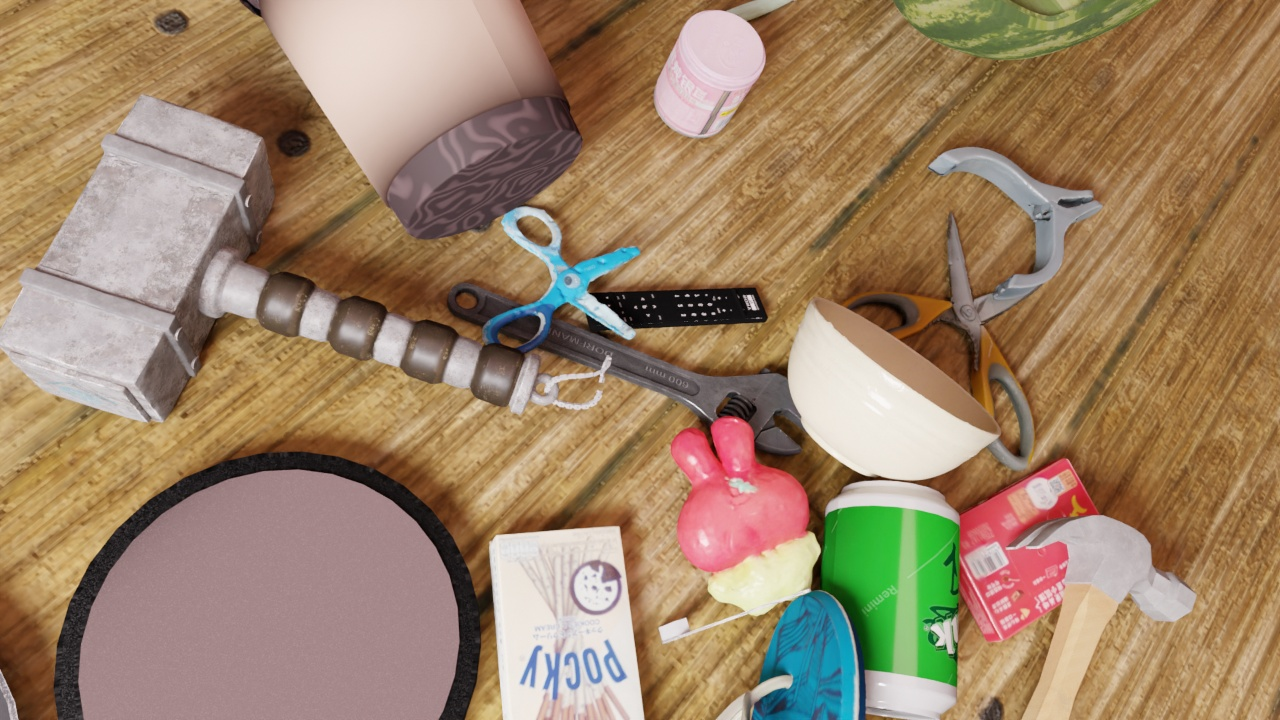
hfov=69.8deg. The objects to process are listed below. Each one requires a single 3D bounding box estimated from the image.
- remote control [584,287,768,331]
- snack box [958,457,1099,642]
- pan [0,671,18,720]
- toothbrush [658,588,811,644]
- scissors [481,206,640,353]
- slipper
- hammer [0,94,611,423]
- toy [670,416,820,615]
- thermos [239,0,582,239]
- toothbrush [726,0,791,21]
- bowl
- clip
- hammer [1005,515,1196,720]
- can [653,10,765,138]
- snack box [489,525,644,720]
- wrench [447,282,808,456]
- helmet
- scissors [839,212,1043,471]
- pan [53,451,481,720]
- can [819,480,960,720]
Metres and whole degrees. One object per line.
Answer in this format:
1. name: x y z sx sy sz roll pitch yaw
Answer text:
1. remote control: 0.026 -0.038 0.662 0.140 0.009 0.030 -4 58 -23
2. snack box: 0.287 0.138 0.679 0.132 0.021 0.089 -21 78 -23
3. pan: -0.477 0.207 0.411 0.356 0.040 0.207 2 70 -15
4. toothbrush: 0.047 0.141 0.516 0.010 0.182 0.010 -10 71 -26
5. scissors: -0.061 -0.051 0.631 0.134 0.011 0.139 40 62 13
6. slipper: 0.061 0.268 0.513 0.060 0.118 0.294 24 70 -16
7. hammer: -0.179 -0.022 0.556 0.326 0.080 0.176 19 66 -8
8. toy: 0.066 0.102 0.609 0.091 0.045 0.135 -25 84 -12
9. thermos: -0.148 -0.209 0.596 0.172 0.173 0.226 -28 86 -24
10. toothbrush: 0.121 -0.312 0.796 0.154 0.015 0.022 -28 113 -24
11. bowl: 0.158 0.030 0.625 0.151 0.150 0.075 34 107 -3
12. clip: 0.307 -0.125 0.774 0.165 0.032 0.164 32 61 -5
13. hammer: 0.264 0.252 0.608 0.131 0.039 0.327 35 69 -8
14. can: 0.052 -0.220 0.707 0.067 0.076 0.067 6 69 -15
15. snack box: -0.045 0.179 0.560 0.082 0.026 0.150 -2 71 -18
16. wrench: -0.004 0.004 0.642 0.273 0.018 0.073 22 62 -7
17. helmet: 0.326 -0.362 0.755 0.213 0.248 0.242 68 25 -7
18. scissors: 0.254 -0.015 0.729 0.224 0.016 0.229 -16 75 -24
19. pan: -0.224 0.215 0.488 0.225 0.034 0.355 26 64 -7
20. can: 0.161 0.156 0.598 0.087 0.088 0.139 14 67 -12
